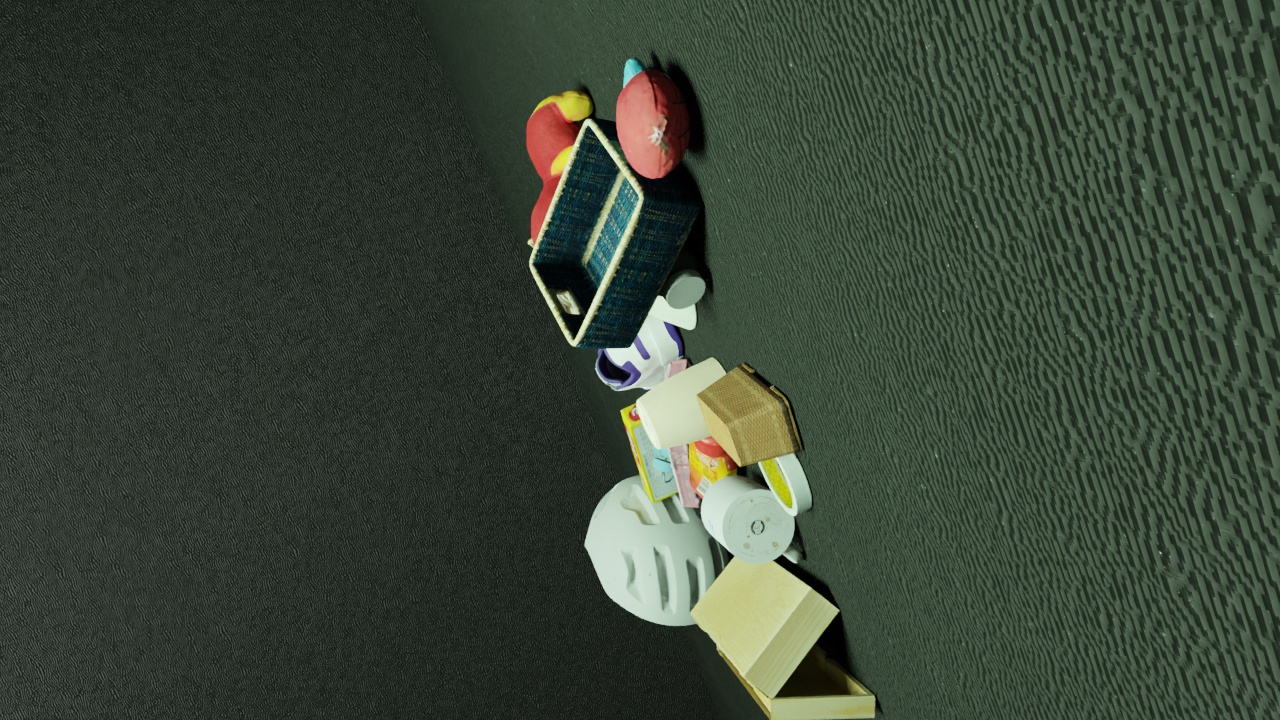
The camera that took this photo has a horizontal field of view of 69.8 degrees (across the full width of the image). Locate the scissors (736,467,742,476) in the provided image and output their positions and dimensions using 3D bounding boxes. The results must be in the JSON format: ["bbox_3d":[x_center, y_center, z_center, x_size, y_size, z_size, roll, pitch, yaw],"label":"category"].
[{"bbox_3d":[0.141,0.194,1.211,0.109,0.018,0.131,96,150,-78],"label":"scissors"}]

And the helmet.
[{"bbox_3d":[0.032,0.318,1.534,0.184,0.224,0.282,107,152,-43],"label":"helmet"}]

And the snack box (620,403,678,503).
[{"bbox_3d":[0.035,0.136,1.436,0.201,0.092,0.042,74,168,-45],"label":"snack box"}]

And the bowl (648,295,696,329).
[{"bbox_3d":[0.003,-0.107,1.090,0.177,0.057,0.176,156,91,-81],"label":"bowl"}]

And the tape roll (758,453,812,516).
[{"bbox_3d":[0.145,0.114,0.945,0.094,0.019,0.094,156,91,-82],"label":"tape roll"}]

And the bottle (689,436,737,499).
[{"bbox_3d":[0.091,0.122,1.153,0.071,0.048,0.134,45,154,33],"label":"bottle"}]

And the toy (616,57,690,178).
[{"bbox_3d":[0.010,-0.208,0.786,0.132,0.062,0.092,-95,2,-55],"label":"toy"}]

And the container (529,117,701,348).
[{"bbox_3d":[-0.030,-0.124,0.917,0.145,0.071,0.188,60,135,38],"label":"container"}]

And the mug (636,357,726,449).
[{"bbox_3d":[0.050,0.051,1.076,0.111,0.104,0.085,-138,26,-68],"label":"mug"}]

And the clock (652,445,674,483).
[{"bbox_3d":[0.046,0.125,1.349,0.042,0.087,0.123,17,122,23],"label":"clock"}]

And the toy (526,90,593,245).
[{"bbox_3d":[-0.088,-0.210,1.121,0.147,0.099,0.216,76,-171,-78],"label":"toy"}]

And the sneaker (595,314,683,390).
[{"bbox_3d":[-0.007,0.007,1.284,0.244,0.111,0.091,93,152,-72],"label":"sneaker"}]

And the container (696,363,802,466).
[{"bbox_3d":[0.103,0.056,0.902,0.114,0.061,0.063,-132,20,-65],"label":"container"}]

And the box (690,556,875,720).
[{"bbox_3d":[0.160,0.339,1.113,0.179,0.142,0.248,60,173,-5],"label":"box"}]

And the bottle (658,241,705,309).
[{"bbox_3d":[0.025,-0.104,0.955,0.060,0.060,0.108,76,167,-51],"label":"bottle"}]

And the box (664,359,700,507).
[{"bbox_3d":[0.085,0.104,1.249,0.233,0.080,0.098,76,-158,-47],"label":"box"}]

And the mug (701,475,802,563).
[{"bbox_3d":[0.136,0.193,1.060,0.119,0.083,0.096,39,175,-9],"label":"mug"}]

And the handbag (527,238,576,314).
[{"bbox_3d":[-0.095,-0.115,1.356,0.194,0.101,0.197,67,-162,-6],"label":"handbag"}]
